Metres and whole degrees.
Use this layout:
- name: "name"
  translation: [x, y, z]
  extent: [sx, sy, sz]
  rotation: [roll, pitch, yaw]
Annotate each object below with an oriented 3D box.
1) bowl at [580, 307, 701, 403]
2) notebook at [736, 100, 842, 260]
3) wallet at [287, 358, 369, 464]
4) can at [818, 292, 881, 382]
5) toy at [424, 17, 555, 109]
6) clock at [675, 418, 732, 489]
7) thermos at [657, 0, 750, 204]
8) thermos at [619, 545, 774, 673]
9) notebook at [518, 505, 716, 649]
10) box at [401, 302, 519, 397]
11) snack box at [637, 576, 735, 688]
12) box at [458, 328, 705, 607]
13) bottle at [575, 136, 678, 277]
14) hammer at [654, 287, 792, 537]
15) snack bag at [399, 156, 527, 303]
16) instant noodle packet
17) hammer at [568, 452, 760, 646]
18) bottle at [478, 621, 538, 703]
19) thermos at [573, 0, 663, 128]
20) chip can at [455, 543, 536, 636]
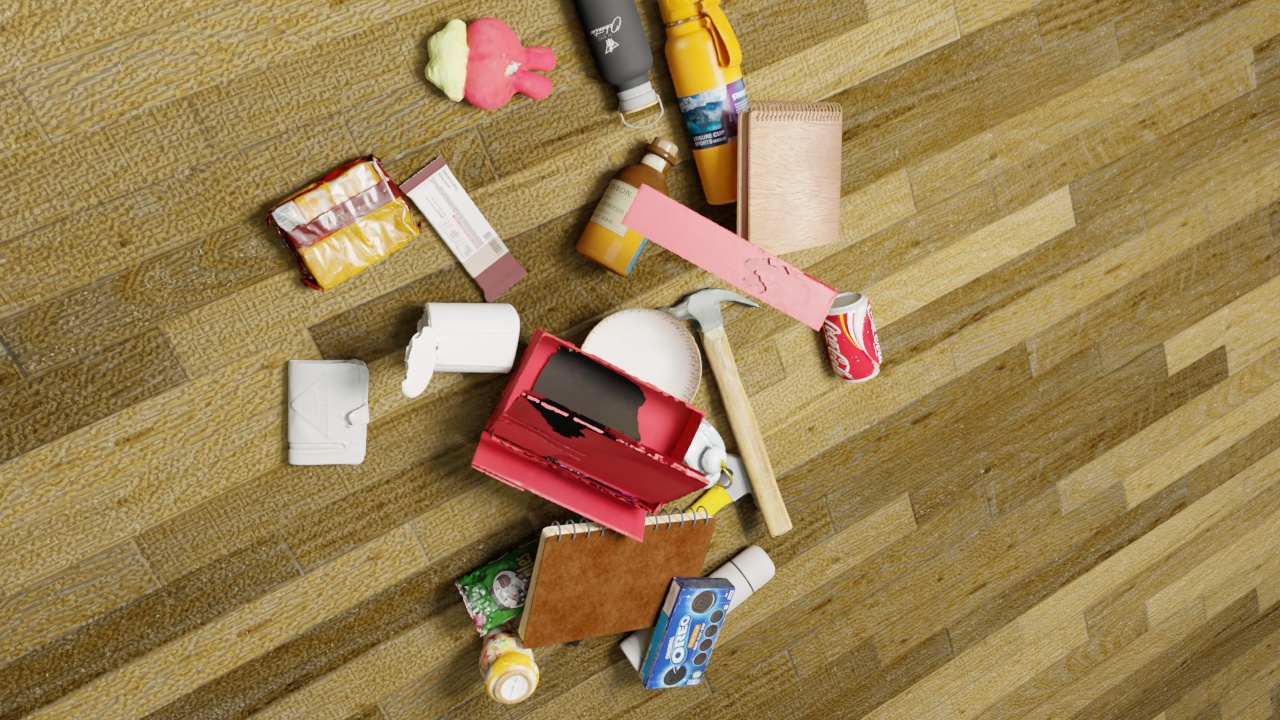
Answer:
- name: "bowl"
  translation: [-0.006, 0.006, 1.068]
  extent: [0.145, 0.063, 0.145]
  rotation: [-2, 102, -11]
- name: "notebook"
  translation: [0.176, -0.212, 1.062]
  extent: [0.209, 0.022, 0.169]
  rotation: [-18, 112, -49]
- name: "wallet"
  translation: [-0.331, 0.057, 0.974]
  extent: [0.086, 0.032, 0.116]
  rotation: [-3, 104, -19]
- name: "can"
  translation: [0.270, -0.029, 1.175]
  extent: [0.064, 0.064, 0.105]
  rotation: [-24, 111, -15]
- name: "toy"
  translation: [-0.154, -0.306, 0.947]
  extent: [0.135, 0.045, 0.092]
  rotation: [-1, 100, -17]
- name: "clock"
  translation: [0.066, 0.110, 1.103]
  extent: [0.117, 0.083, 0.057]
  rotation: [39, 64, 17]
- name: "thermos"
  translation: [0.087, -0.298, 1.022]
  extent: [0.076, 0.092, 0.233]
  rotation: [-45, 123, -52]
- name: "thermos"
  translation: [0.077, 0.322, 1.192]
  extent: [0.224, 0.052, 0.052]
  rotation: [-35, 113, -11]
- name: "notebook"
  translation: [-0.024, 0.251, 1.078]
  extent: [0.225, 0.024, 0.168]
  rotation: [0, 116, -31]
- name: "box"
  translation: [-0.188, -0.012, 0.955]
  extent: [0.137, 0.143, 0.083]
  rotation: [1, 118, -20]
- name: "snack box"
  translation: [0.056, 0.337, 1.136]
  extent: [0.082, 0.027, 0.150]
  rotation: [6, 110, -31]
- name: "box"
  translation: [-0.107, 0.225, 0.931]
  extent: [0.215, 0.141, 0.509]
  rotation: [28, 71, -14]
- name: "bottle"
  translation: [-0.008, -0.176, 1.026]
  extent: [0.067, 0.068, 0.157]
  rotation: [28, 91, -25]
- name: "hammer"
  translation: [0.126, 0.067, 1.140]
  extent: [0.132, 0.033, 0.330]
  rotation: [-24, 103, -18]
- name: "snack bag"
  translation: [-0.189, -0.139, 0.992]
  extent: [0.057, 0.013, 0.158]
  rotation: [-41, 114, -10]
- name: "instant noodle packet"
  translation: [-0.302, -0.140, 0.933]
  extent: [0.135, 0.040, 0.098]
  rotation: [-34, 112, -13]
- name: "hammer"
  translation: [0.024, 0.239, 1.165]
  extent: [0.323, 0.029, 0.127]
  rotation: [-40, 114, -7]
- name: "bottle"
  translation: [-0.158, 0.348, 1.072]
  extent: [0.063, 0.109, 0.063]
  rotation: [-7, 111, -17]
- name: "thermos"
  translation: [-0.031, -0.360, 0.974]
  extent: [0.061, 0.061, 0.231]
  rotation: [-26, 111, -14]
- name: "chip can"
  translation: [-0.104, 0.238, 1.087]
  extent: [0.223, 0.075, 0.075]
  rotation: [-28, 112, -14]
